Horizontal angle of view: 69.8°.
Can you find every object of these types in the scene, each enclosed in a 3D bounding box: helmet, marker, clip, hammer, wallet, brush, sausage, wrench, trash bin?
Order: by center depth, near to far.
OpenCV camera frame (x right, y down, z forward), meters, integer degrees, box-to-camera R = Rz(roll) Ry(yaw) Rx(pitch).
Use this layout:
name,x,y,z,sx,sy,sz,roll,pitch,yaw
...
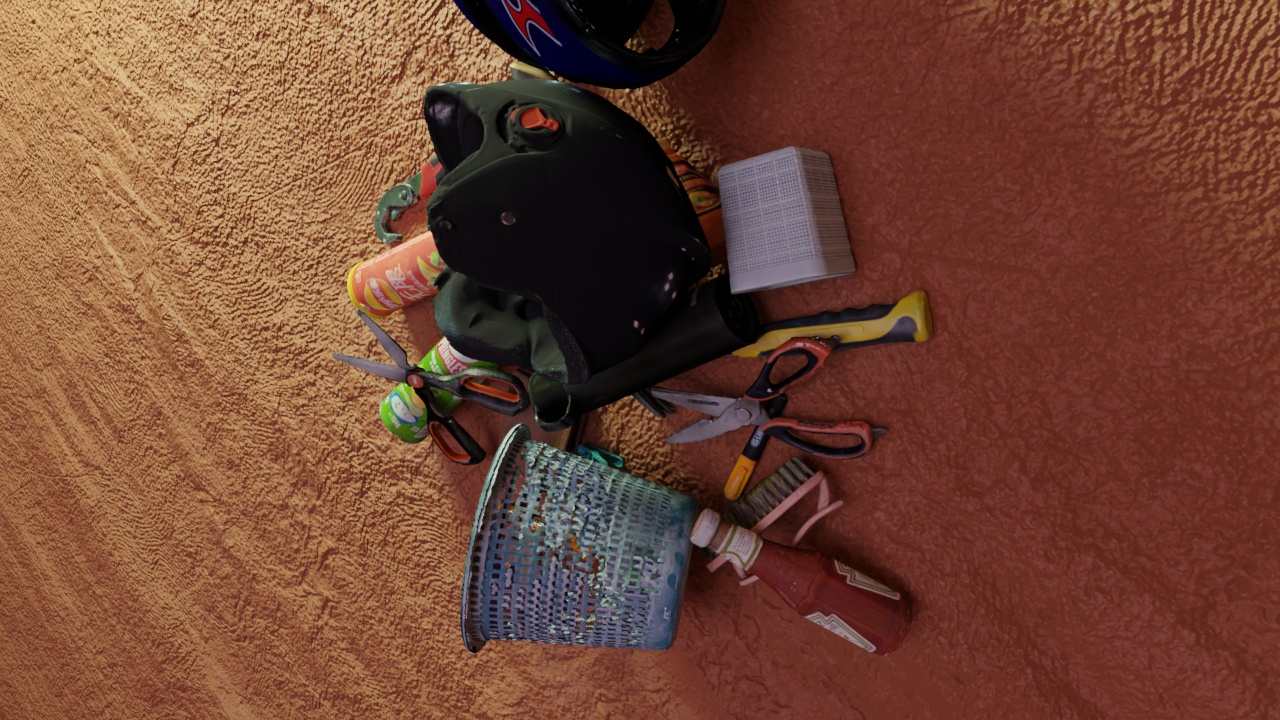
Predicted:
name,x,y,z,sx,sy,sz,roll,pitch,yaw
helmet,-0.075,-0.116,0.771,0.274,0.229,0.234,65,162,8
helmet,-0.065,-0.370,0.779,0.241,0.246,0.315,-4,99,63
hammer,0.110,-0.016,0.863,0.324,0.031,0.126,-7,96,34
brush,0.125,0.152,0.870,0.146,0.063,0.073,-46,74,29
marker,0.111,0.084,0.892,0.018,0.015,0.124,31,113,18
trash bin,-0.049,0.190,0.902,0.195,0.226,0.227,10,107,5
clip,-0.045,0.104,0.995,0.055,0.038,0.013,26,112,37
wallet,-0.113,0.079,1.029,0.101,0.032,0.125,26,113,30
wrench,-0.224,-0.217,1.047,0.274,0.016,0.056,-31,82,34
sausage,-0.109,0.196,1.055,0.165,0.021,0.021,19,110,29

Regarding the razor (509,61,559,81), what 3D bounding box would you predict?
name,x,y,z,sx,sy,sz,roll,pitch,yaw
razor,-0.095,-0.251,0.940,0.067,0.062,0.167,-4,105,2

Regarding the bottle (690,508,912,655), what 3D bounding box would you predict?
name,x,y,z,sx,sy,sz,roll,pitch,yaw
bottle,0.142,0.195,0.826,0.206,0.059,0.060,28,116,0

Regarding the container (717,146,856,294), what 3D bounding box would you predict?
name,x,y,z,sx,sy,sz,roll,pitch,yaw
container,0.124,-0.121,0.798,0.090,0.089,0.111,-9,92,34

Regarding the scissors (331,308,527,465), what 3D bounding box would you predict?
name,x,y,z,sx,sy,sz,roll,pitch,yaw
scissors,-0.231,0.037,1.019,0.221,0.021,0.229,1,126,13

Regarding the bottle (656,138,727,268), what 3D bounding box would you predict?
name,x,y,z,sx,sy,sz,roll,pitch,yaw
bottle,0.036,-0.158,0.867,0.067,0.066,0.149,-44,69,31

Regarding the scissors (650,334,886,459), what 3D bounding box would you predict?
name,x,y,z,sx,sy,sz,roll,pitch,yaw
scissors,0.116,0.044,0.852,0.189,0.015,0.227,38,129,0

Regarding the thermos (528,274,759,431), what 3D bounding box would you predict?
name,x,y,z,sx,sy,sz,roll,pitch,yaw
thermos,-0.005,0.005,0.872,0.243,0.089,0.068,-26,126,34

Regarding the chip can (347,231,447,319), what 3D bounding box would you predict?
name,x,y,z,sx,sy,sz,roll,pitch,yaw
chip can,-0.241,-0.111,1.048,0.217,0.073,0.073,-18,90,34

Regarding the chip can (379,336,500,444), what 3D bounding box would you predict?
name,x,y,z,sx,sy,sz,roll,pitch,yaw
chip can,-0.212,0.009,1.053,0.237,0.072,0.072,-41,77,33
